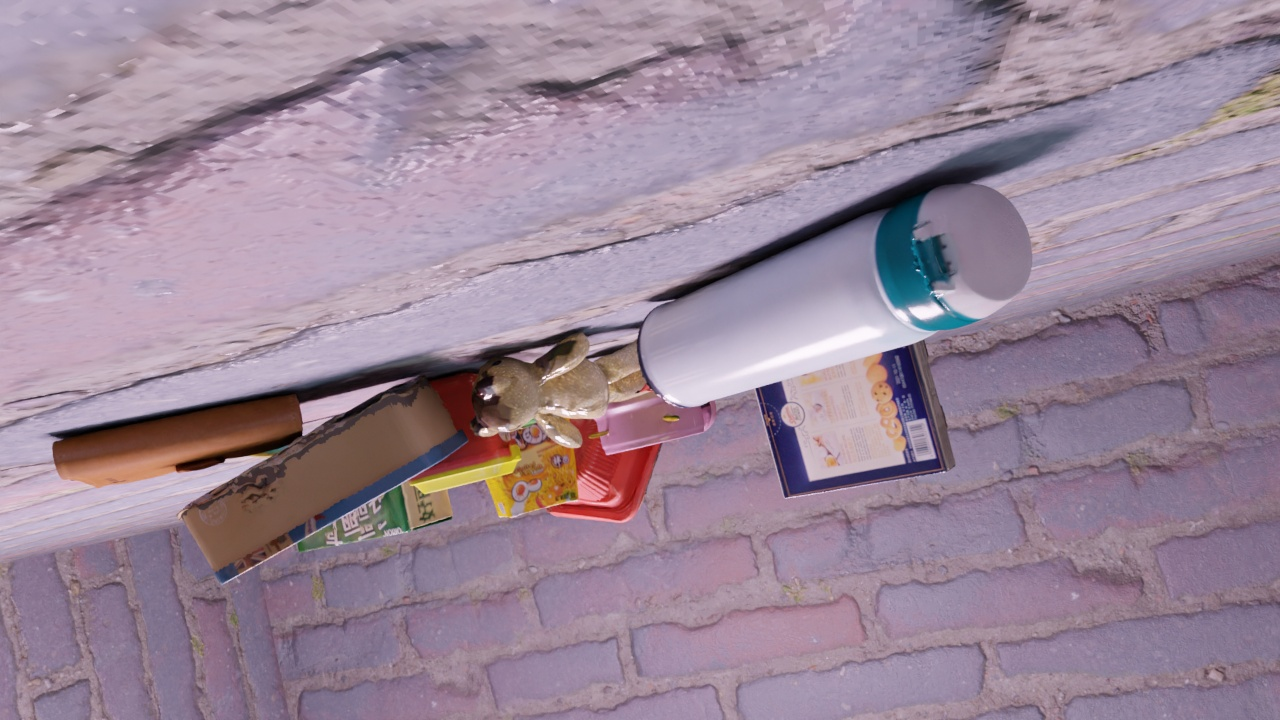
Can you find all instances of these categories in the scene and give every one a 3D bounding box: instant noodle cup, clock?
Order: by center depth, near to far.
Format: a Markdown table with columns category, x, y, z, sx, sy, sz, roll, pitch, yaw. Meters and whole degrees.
| category | x | y | z | sx | sy | sz | roll | pitch | yaw |
| --- | --- | --- | --- | --- | --- | --- | --- | --- | --- |
| clock | 0.014 | 0.055 | 0.923 | 0.117 | 0.060 | 0.158 | -15 | 176 | 18 |
| instant noodle cup | -0.121 | 0.096 | 0.963 | 0.116 | 0.123 | 0.116 | -12 | 175 | -20 |
| instant noodle cup | -0.056 | 0.099 | 1.066 | 0.079 | 0.164 | 0.189 | 31 | 157 | -30 |

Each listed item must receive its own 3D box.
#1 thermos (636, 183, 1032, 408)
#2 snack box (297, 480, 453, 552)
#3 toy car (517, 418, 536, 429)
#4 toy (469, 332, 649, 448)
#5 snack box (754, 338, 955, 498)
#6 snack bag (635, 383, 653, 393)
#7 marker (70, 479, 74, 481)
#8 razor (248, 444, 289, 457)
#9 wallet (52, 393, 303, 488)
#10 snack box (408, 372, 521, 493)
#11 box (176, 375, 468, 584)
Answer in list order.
| category | x | y | z | sx | sy | sz | roll | pitch | yaw |
| --- | --- | --- | --- | --- | --- | --- | --- | --- | --- |
| thermos | 0.089 | -0.028 | 0.472 | 0.073 | 0.073 | 0.225 | -10 | 174 | -36 |
| snack box | -0.310 | 0.142 | 1.021 | 0.241 | 0.114 | 0.063 | -17 | 175 | 41 |
| toy car | -0.136 | 0.048 | 0.858 | 0.091 | 0.043 | 0.036 | -14 | 178 | -11 |
| toy | -0.044 | 0.011 | 0.639 | 0.157 | 0.066 | 0.105 | -16 | 144 | -27 |
| snack box | 0.217 | 0.043 | 0.968 | 0.183 | 0.178 | 0.045 | -15 | 179 | 32 |
| snack bag | 0.036 | -0.010 | 0.618 | 0.048 | 0.026 | 0.104 | -12 | 145 | -40 |
| marker | -0.371 | 0.074 | 0.675 | 0.124 | 0.015 | 0.018 | -12 | 175 | 17 |
| razor | -0.276 | 0.064 | 0.761 | 0.132 | 0.028 | 0.043 | -12 | 179 | -3 |
| wallet | -0.280 | 0.051 | 0.572 | 0.131 | 0.031 | 0.108 | -11 | 173 | -22 |
| snack box | -0.137 | 0.053 | 0.685 | 0.082 | 0.080 | 0.091 | -15 | 176 | 0 |
| box | -0.198 | 0.072 | 0.599 | 0.184 | 0.060 | 0.089 | -28 | -177 | 7 |
